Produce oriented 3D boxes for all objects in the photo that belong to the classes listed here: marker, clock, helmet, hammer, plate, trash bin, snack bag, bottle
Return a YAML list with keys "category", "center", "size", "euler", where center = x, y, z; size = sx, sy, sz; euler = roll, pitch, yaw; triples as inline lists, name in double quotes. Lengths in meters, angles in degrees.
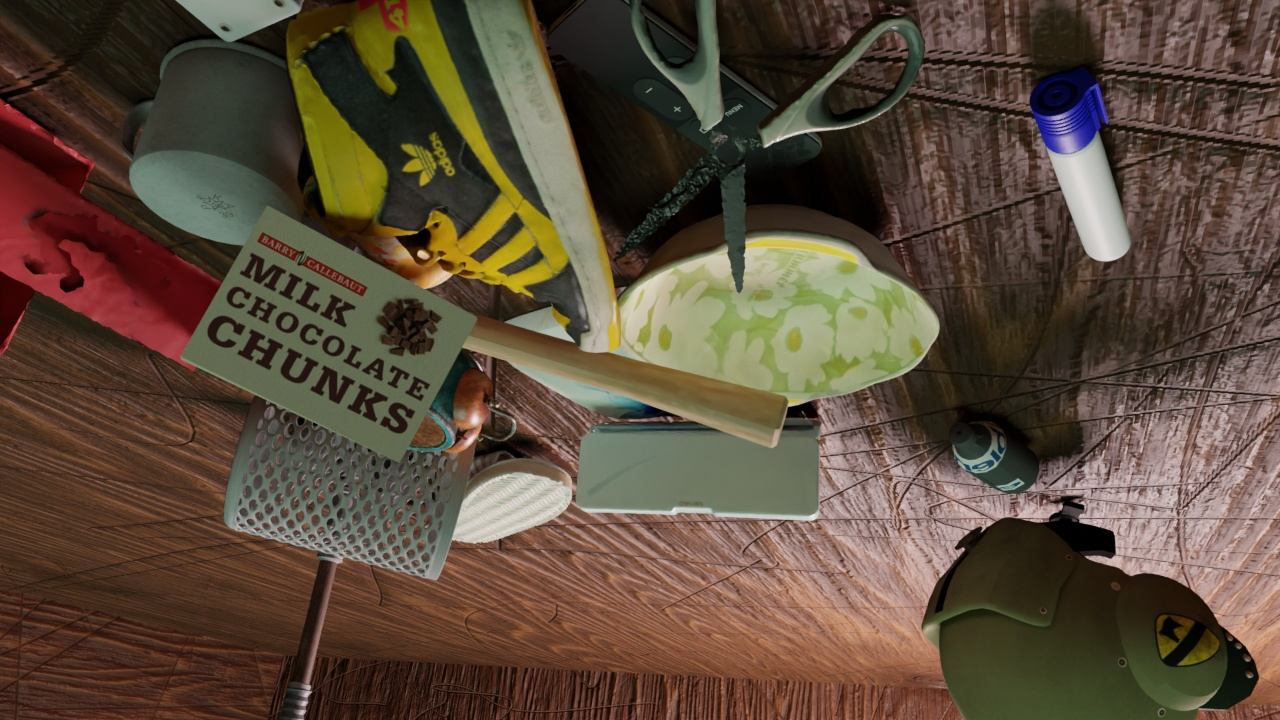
- category: "marker"
  center: [0.223, -0.092, 0.456]
  size: [0.027, 0.023, 0.133]
  euler: [-31, 141, 20]
- category: "clock"
  center: [-0.169, 0.020, 0.717]
  size: [0.157, 0.073, 0.122]
  euler: [23, 151, -9]
- category: "helmet"
  center: [0.388, 0.251, 0.845]
  size: [0.233, 0.255, 0.251]
  euler: [5, 154, -6]
- category: "hammer"
  center: [-0.317, 0.233, 0.909]
  size: [0.043, 0.321, 0.156]
  euler: [-17, 147, 39]
- category: "plate"
  center: [-0.004, 0.004, 0.715]
  size: [0.187, 0.016, 0.187]
  euler: [-13, 149, 35]
- category: "trash bin"
  center: [-0.252, 0.097, 0.810]
  size: [0.183, 0.156, 0.157]
  euler: [15, 153, -13]
- category: "snack bag"
  center: [-0.149, -0.012, 0.473]
  size: [0.094, 0.070, 0.206]
  euler: [29, 175, -13]
- category: "hammer"
  center: [-0.068, -0.007, 0.577]
  size: [0.323, 0.051, 0.117]
  euler: [16, 156, 12]
- category: "bottle"
  center: [0.294, 0.078, 0.771]
  size: [0.047, 0.047, 0.112]
  euler: [-18, 146, 40]
- category: "bottle"
  center: [-0.135, -0.088, 0.496]
  size: [0.063, 0.063, 0.109]
  euler: [0, 146, 13]

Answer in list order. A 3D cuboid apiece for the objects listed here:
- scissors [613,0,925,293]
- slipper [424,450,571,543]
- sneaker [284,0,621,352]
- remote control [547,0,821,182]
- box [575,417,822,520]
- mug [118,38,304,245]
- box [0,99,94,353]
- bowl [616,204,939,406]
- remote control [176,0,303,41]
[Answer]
- category: "scissors"
  center: [0.042, -0.108, 0.401]
  size: [0.170, 0.012, 0.157]
  euler: [-31, 119, 12]
- category: "slipper"
  center: [-0.164, 0.149, 1.016]
  size: [0.115, 0.052, 0.264]
  euler: [21, 147, -25]
- category: "sneaker"
  center: [-0.084, -0.072, 0.439]
  size: [0.122, 0.086, 0.239]
  euler: [-15, 141, 0]
- category: "remote control"
  center: [0.025, -0.128, 0.440]
  size: [0.146, 0.008, 0.045]
  euler: [24, 149, -34]
- category: "box"
  center: [0.052, 0.083, 0.769]
  size: [0.198, 0.078, 0.122]
  euler: [0, -165, 14]
- category: "mug"
  center: [-0.220, -0.107, 0.468]
  size: [0.113, 0.070, 0.084]
  euler: [-3, 154, 13]
- category: "box"
  center: [-0.386, 0.001, 0.386]
  size: [0.124, 0.377, 0.211]
  euler: [-20, 147, 16]
- category: "bowl"
  center: [0.080, -0.039, 0.556]
  size: [0.188, 0.060, 0.220]
  euler: [5, 156, 2]
- category: "remote control"
  center: [-0.203, -0.184, 0.368]
  size: [0.050, 0.011, 0.136]
  euler: [-9, 151, 28]
